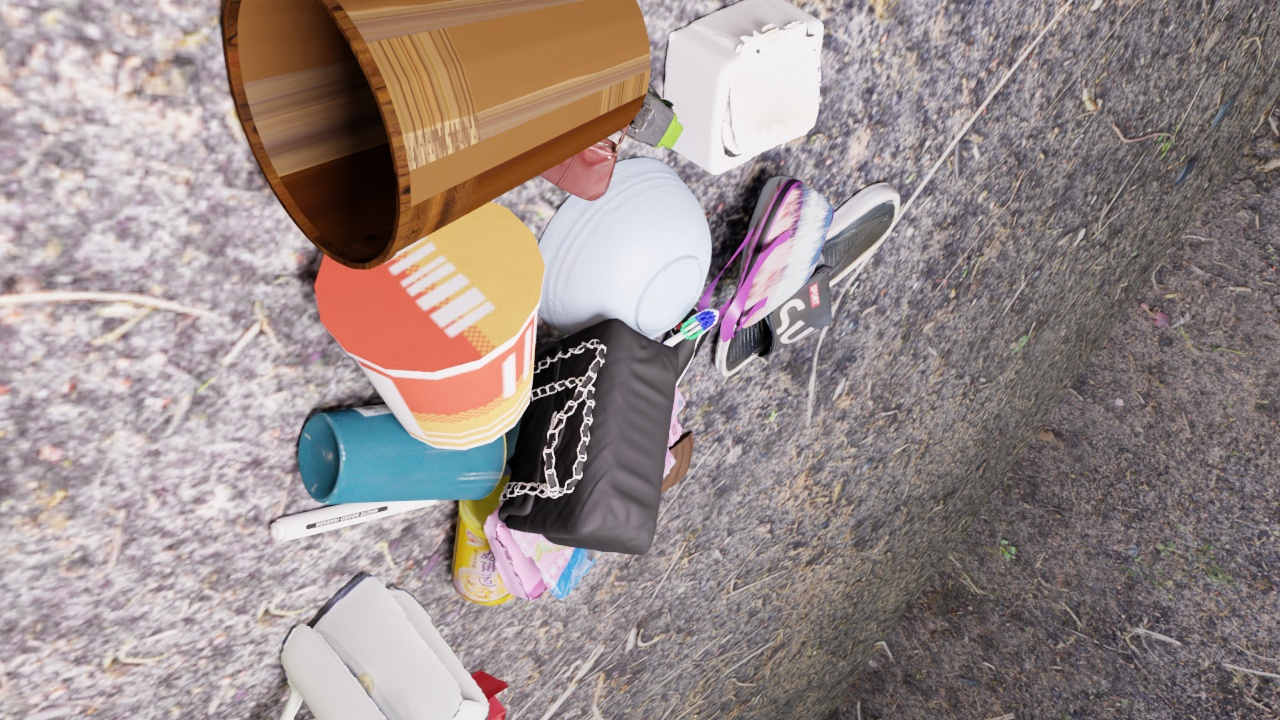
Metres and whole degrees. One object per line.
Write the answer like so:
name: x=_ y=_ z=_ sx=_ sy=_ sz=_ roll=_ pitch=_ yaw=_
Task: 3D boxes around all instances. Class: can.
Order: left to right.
can: x=-0.125 y=0.155 z=0.784 sx=0.067 sy=0.067 sz=0.105 roll=-23 pitch=142 yaw=-38
can: x=0.039 y=-0.015 z=0.838 sx=0.031 sy=0.031 sz=0.081 roll=-2 pitch=127 yaw=-52

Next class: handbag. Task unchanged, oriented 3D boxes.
handbag: x=-0.226 y=0.274 z=0.706 sx=0.176 sy=0.151 sz=0.074 roll=-44 pitch=150 yaw=-6
handbag: x=-0.054 y=0.051 z=0.640 sx=0.114 sy=0.125 sz=0.153 roll=22 pitch=67 yaw=-40
handbag: x=-0.027 y=-0.142 z=0.539 sx=0.120 sy=0.055 sz=0.029 roll=-47 pitch=-162 yaw=60
handbag: x=0.094 y=-0.073 z=0.752 sx=0.169 sy=0.068 sz=0.145 roll=-48 pitch=159 yaw=-47

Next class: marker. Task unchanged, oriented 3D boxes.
marker: x=-0.208 y=0.110 z=0.674 sx=0.133 sy=0.017 sz=0.020 roll=-7 pitch=94 yaw=-49

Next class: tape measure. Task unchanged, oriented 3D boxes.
tape measure: x=-0.003 y=-0.162 z=0.584 sx=0.036 sy=0.059 sz=0.065 roll=-59 pitch=161 yaw=14

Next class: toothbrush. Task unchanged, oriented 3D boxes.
toothbrush: x=-0.004 y=0.004 z=0.736 sx=0.187 sy=0.015 sz=0.016 roll=-33 pitch=-179 yaw=40

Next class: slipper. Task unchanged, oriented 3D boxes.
slipper: x=0.180 y=-0.075 z=0.927 sx=0.263 sy=0.063 sz=0.111 roll=-42 pitch=150 yaw=-16

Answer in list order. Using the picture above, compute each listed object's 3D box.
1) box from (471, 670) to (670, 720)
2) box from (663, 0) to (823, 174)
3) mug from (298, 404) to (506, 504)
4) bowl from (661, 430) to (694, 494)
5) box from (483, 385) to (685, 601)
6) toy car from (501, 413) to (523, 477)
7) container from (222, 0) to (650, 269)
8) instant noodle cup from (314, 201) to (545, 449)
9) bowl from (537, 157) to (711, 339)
box: x=-0.170 y=0.379 z=0.853 sx=0.212 sy=0.128 sz=0.427 roll=-19 pitch=169 yaw=-40
box: x=0.088 y=-0.185 z=0.638 sx=0.107 sy=0.102 sz=0.103 roll=-34 pitch=148 yaw=-28
mug: x=-0.163 y=0.062 z=0.625 sx=0.121 sy=0.078 sz=0.078 roll=1 pitch=124 yaw=-47
bowl: x=0.009 y=0.115 z=0.891 sx=0.119 sy=0.032 sz=0.119 roll=-34 pitch=179 yaw=-1
box: x=-0.029 y=0.096 z=0.761 sx=0.229 sy=0.063 sz=0.085 roll=-45 pitch=133 yaw=-40
toy car: x=-0.098 y=0.040 z=0.727 sx=0.107 sy=0.027 sz=0.060 roll=-53 pitch=147 yaw=-25
container: x=-0.088 y=-0.136 z=0.446 sx=0.166 sy=0.132 sz=0.132 roll=-32 pitch=147 yaw=-37
instant noodle cup: x=-0.117 y=-0.015 z=0.557 sx=0.123 sy=0.123 sz=0.121 roll=-36 pitch=156 yaw=-21
bowl: x=-0.001 y=-0.066 z=0.684 sx=0.150 sy=0.075 sz=0.151 roll=-33 pitch=147 yaw=-25
